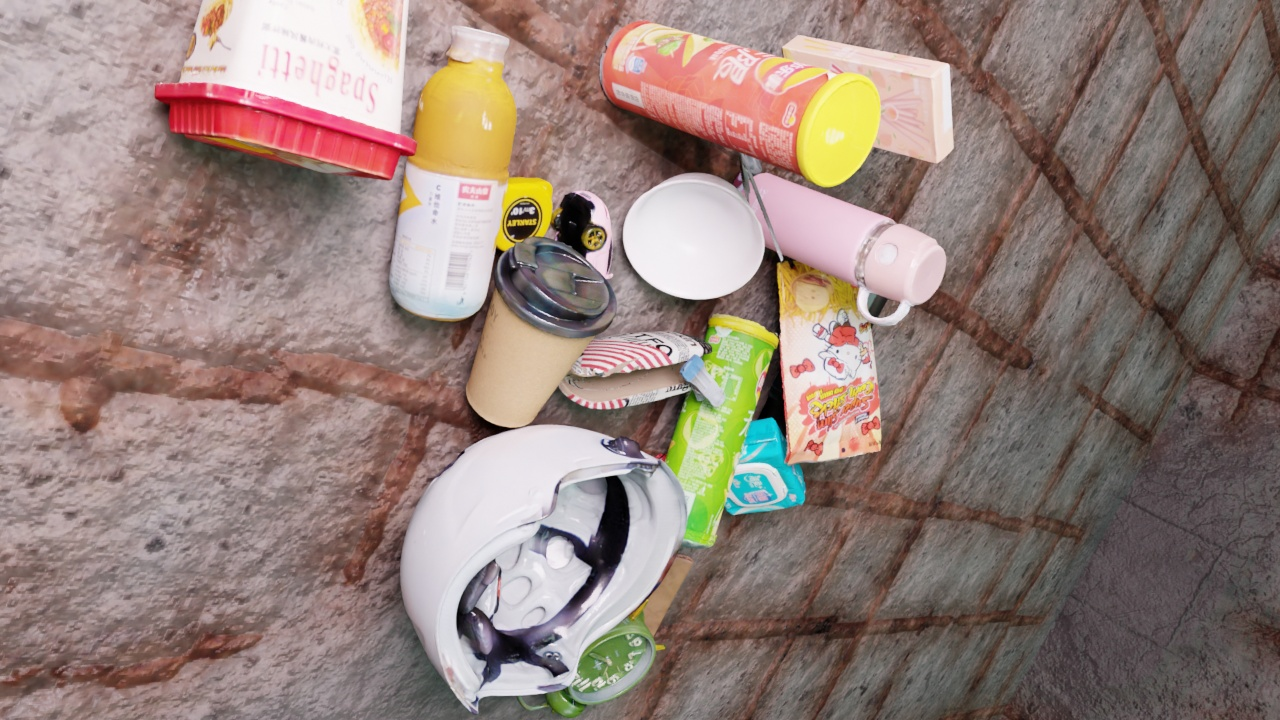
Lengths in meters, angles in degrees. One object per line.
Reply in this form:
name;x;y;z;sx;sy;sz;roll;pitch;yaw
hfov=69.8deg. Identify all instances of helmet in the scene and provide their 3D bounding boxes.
helmet;-0.091;0.147;0.754;0.258;0.146;0.229;-10;125;-51

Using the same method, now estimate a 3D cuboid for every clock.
clock;-0.055;0.306;0.945;0.161;0.056;0.116;-28;131;-13

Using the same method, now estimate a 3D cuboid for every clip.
clip;0.054;0.018;0.824;0.024;0.027;0.056;-51;130;-15

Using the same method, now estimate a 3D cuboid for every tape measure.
tape measure;-0.095;-0.110;0.680;0.059;0.029;0.057;-11;120;-41

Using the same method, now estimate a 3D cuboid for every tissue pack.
tissue pack;0.117;0.114;0.980;0.133;0.093;0.050;56;29;-46

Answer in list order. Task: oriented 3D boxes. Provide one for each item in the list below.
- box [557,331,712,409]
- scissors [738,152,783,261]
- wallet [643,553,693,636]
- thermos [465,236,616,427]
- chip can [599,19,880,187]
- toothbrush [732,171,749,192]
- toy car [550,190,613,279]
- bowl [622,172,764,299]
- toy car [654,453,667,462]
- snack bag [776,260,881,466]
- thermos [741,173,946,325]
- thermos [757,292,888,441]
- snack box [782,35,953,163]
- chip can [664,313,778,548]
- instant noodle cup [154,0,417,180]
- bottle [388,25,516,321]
box;-0.007;0.012;0.819;0.163;0.076;0.073;-14;118;-43
scissors;0.086;-0.162;0.761;0.014;0.180;0.159;-22;175;18
wallet;0.000;0.253;1.010;0.115;0.020;0.101;25;94;-47
thermos;-0.081;-0.018;0.688;0.092;0.093;0.144;-10;144;-42
chip can;0.061;-0.185;0.646;0.073;0.217;0.073;-23;128;-33
toothbrush;0.095;-0.161;0.847;0.016;0.017;0.187;26;94;-49
toy car;-0.047;-0.074;0.731;0.037;0.056;0.122;-11;122;-33
bowl;0.048;-0.118;0.782;0.064;0.118;0.118;-76;160;-47
toy car;0.044;0.141;0.962;0.053;0.045;0.120;-46;132;-13
snack bag;0.192;-0.002;0.939;0.128;0.073;0.208;-7;92;-30
thermos;0.171;-0.101;0.823;0.067;0.199;0.087;16;104;-50
thermos;0.216;-0.012;1.008;0.242;0.090;0.068;-63;160;6
snack box;0.196;-0.229;0.800;0.026;0.157;0.084;-43;136;-21
chip can;0.068;0.070;0.885;0.072;0.073;0.221;25;81;-50
instant noodle cup;-0.184;-0.171;0.499;0.116;0.117;0.124;8;95;-47
bottle;-0.123;-0.123;0.614;0.067;0.068;0.190;-5;117;-43
